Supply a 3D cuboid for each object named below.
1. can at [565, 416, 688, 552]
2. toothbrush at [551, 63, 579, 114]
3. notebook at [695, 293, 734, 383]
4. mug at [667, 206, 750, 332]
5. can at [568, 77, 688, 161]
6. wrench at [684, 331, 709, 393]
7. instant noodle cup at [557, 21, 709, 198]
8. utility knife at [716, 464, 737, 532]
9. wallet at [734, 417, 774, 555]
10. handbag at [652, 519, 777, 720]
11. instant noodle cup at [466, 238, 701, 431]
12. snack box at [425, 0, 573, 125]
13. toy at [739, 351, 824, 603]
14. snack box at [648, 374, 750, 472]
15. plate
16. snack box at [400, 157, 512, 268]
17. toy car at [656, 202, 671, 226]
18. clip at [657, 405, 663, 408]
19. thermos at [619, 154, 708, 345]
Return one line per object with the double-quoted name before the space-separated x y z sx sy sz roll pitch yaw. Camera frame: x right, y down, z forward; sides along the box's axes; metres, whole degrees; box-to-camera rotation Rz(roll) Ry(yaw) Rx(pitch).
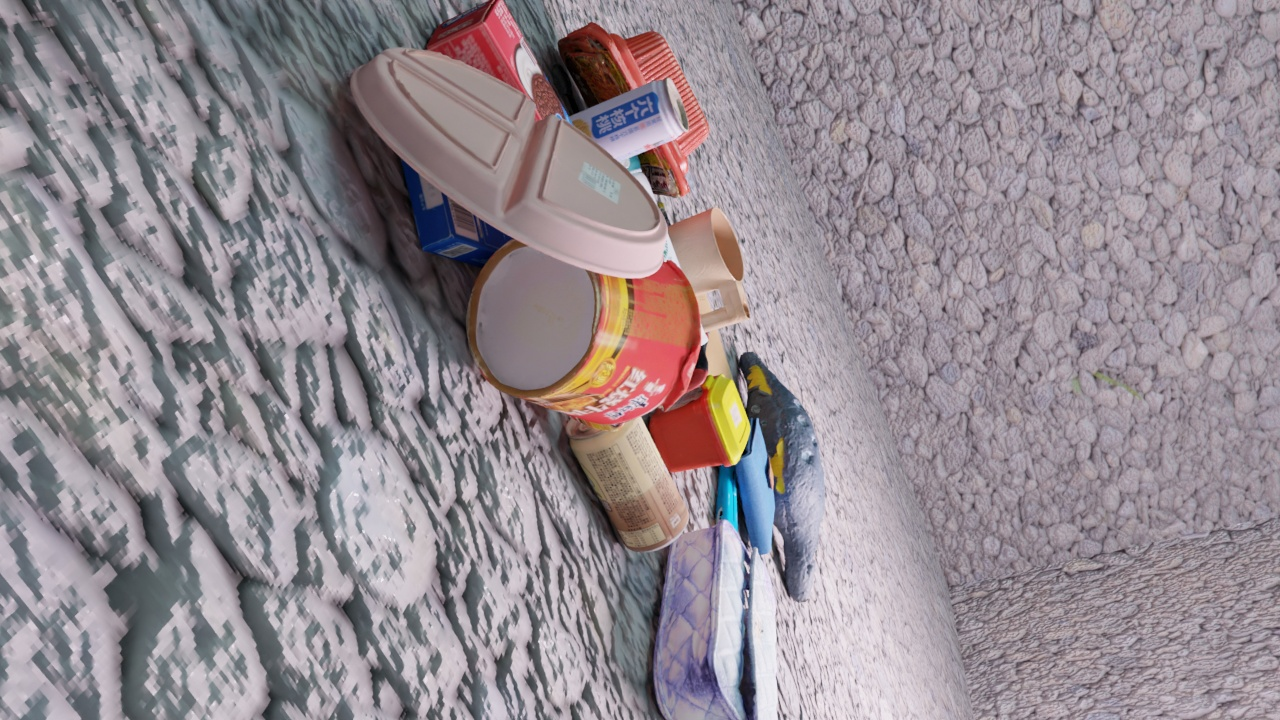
"can" -0.009 0.089 0.715 0.058 0.059 0.116 -72 141 -60
"toothbrush" -0.052 -0.216 0.951 0.189 0.014 0.016 67 27 -16
"notebook" 0.081 -0.025 1.160 0.147 0.008 0.207 -11 84 -72
"mug" 0.052 -0.088 0.976 0.084 0.104 0.124 2 72 -66
"can" -0.028 -0.202 0.814 0.053 0.135 0.053 -18 90 -72
"wrench" 0.061 -0.012 0.959 0.016 0.056 0.272 61 16 -10
"instant noodle cup" -0.003 -0.263 0.936 0.189 0.079 0.164 58 -9 -22
"utility knife" 0.101 0.134 1.054 0.034 0.018 0.198 61 20 -27
"wallet" 0.136 0.147 1.083 0.106 0.040 0.133 -65 145 -66
"handbag" 0.072 0.239 0.781 0.193 0.076 0.134 -78 146 -55
"instant noodle cup" -0.044 -0.025 0.624 0.108 0.138 0.137 14 59 -58
"snack box" -0.090 -0.181 0.742 0.207 0.058 0.057 59 26 -35
"toy" 0.186 0.133 1.206 0.138 0.091 0.355 100 -19 -68
"snack box" 0.056 0.062 0.893 0.091 0.080 0.082 -49 120 -68
"plate" -0.075 -0.134 0.598 0.229 0.028 0.229 31 22 -14
"snack box" -0.112 -0.108 0.655 0.157 0.026 0.084 10 64 -69
"toy car" 0.005 -0.156 1.022 0.090 0.035 0.042 9 62 -62
"clip" -0.006 0.008 0.842 0.103 0.035 0.092 57 22 -27
"thermos" -0.001 -0.112 0.910 0.224 0.073 0.073 69 19 -7
